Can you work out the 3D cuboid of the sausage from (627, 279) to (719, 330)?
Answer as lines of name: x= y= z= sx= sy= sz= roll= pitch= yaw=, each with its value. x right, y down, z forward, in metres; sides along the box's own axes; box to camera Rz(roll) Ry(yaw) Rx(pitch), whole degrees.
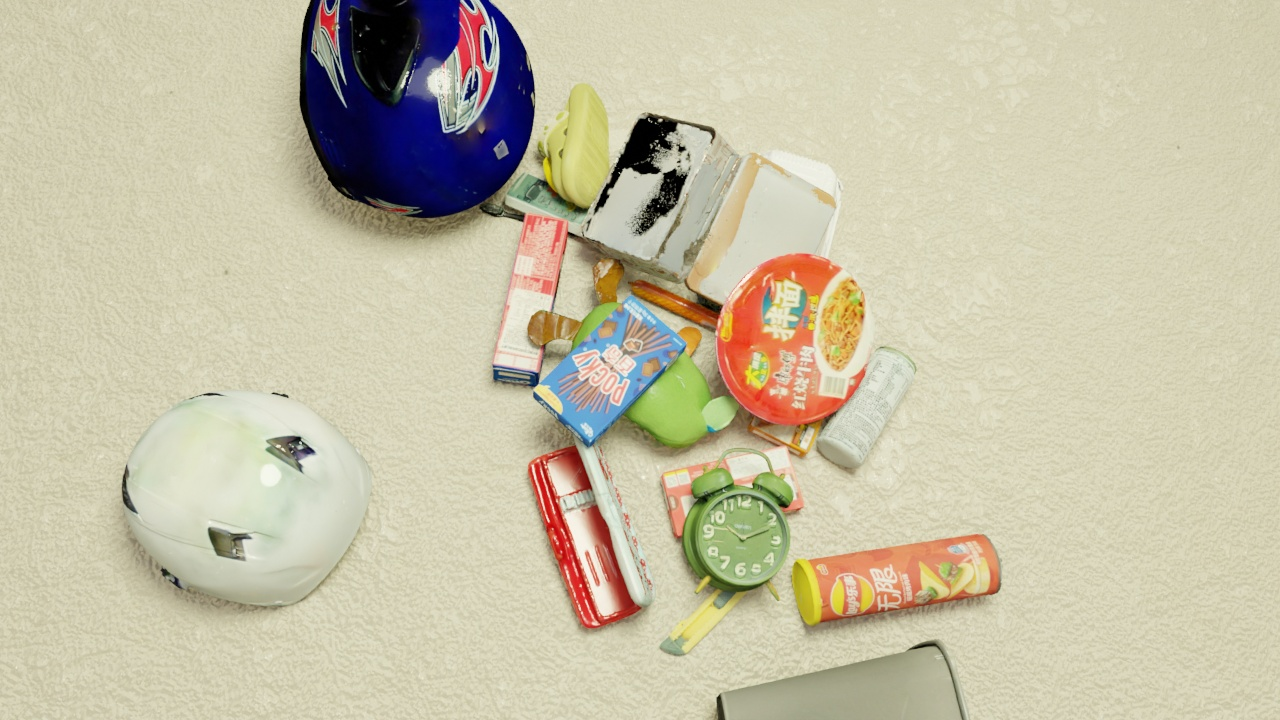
sausage: x=0.059 y=-0.063 z=1.132 sx=0.165 sy=0.021 sz=0.021 roll=25 pitch=69 yaw=5

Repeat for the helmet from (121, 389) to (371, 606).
helmet: x=-0.423 y=0.128 z=0.952 sx=0.259 sy=0.146 sz=0.228 roll=27 pitch=69 yaw=6

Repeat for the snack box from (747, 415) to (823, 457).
snack box: x=0.193 y=0.033 z=1.102 sx=0.075 sy=0.026 sz=0.153 roll=26 pitch=69 yaw=5

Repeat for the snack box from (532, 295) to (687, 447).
snack box: x=-0.032 y=0.010 z=0.990 sx=0.084 sy=0.026 sz=0.157 roll=41 pitch=72 yaw=10

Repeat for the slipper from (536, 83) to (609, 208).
slipper: x=-0.087 y=-0.270 z=1.174 sx=0.082 sy=0.091 sz=0.190 roll=-13 pitch=54 yaw=25

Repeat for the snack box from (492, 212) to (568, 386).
snack box: x=-0.132 y=-0.072 z=1.102 sx=0.058 sy=0.057 sz=0.207 roll=10 pitch=68 yaw=-3

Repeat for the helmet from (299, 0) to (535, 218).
helmet: x=-0.246 y=-0.329 z=1.084 sx=0.241 sy=0.247 sz=0.315 roll=-6 pitch=77 yaw=12

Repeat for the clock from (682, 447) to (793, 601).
clock: x=0.108 y=0.175 z=0.997 sx=0.116 sy=0.056 sz=0.161 roll=6 pitch=77 yaw=-6

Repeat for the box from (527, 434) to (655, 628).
box: x=-0.051 y=0.177 z=0.987 sx=0.095 sy=0.102 sz=0.201 roll=-18 pitch=71 yaw=-12

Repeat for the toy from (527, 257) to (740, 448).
toy: x=-0.006 y=0.006 z=1.060 sx=0.246 sy=0.090 sz=0.226 roll=47 pitch=56 yaw=7

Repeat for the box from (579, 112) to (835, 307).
box: x=0.079 y=-0.169 z=1.084 sx=0.272 sy=0.130 sz=0.179 roll=26 pitch=88 yaw=11

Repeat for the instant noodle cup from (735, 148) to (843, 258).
instant noodle cup: x=0.187 y=-0.192 z=1.173 sx=0.138 sy=0.060 sz=0.173 roll=17 pitch=70 yaw=2

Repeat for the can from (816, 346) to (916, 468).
can: x=0.267 y=0.055 z=1.083 sx=0.058 sy=0.058 sz=0.146 roll=33 pitch=70 yaw=8

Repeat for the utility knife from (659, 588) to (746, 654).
utility knife: x=0.098 y=0.255 z=1.018 sx=0.195 sy=0.020 sz=0.031 roll=-41 pitch=83 yaw=-22

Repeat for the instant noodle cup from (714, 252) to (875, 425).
instant noodle cup: x=0.166 y=-0.025 z=1.045 sx=0.193 sy=0.066 sz=0.194 roll=-2 pitch=96 yaw=-15

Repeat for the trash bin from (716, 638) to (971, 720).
trash bin: x=0.193 y=0.389 z=0.886 sx=0.220 sy=0.199 sz=0.198 roll=-8 pitch=68 yaw=0

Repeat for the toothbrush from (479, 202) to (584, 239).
toothbrush: x=-0.114 y=-0.172 z=1.164 sx=0.189 sy=0.016 sz=0.014 roll=16 pitch=76 yaw=1

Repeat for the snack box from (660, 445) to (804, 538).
snack box: x=0.104 y=0.150 z=1.050 sx=0.153 sy=0.025 sz=0.075 roll=-12 pitch=71 yaw=-9

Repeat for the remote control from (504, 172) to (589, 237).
remote control: x=-0.101 y=-0.194 z=1.163 sx=0.135 sy=0.019 sz=0.056 roll=24 pitch=50 yaw=5

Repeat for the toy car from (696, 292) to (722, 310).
toy car: x=0.130 y=-0.085 z=1.139 sx=0.121 sy=0.037 sz=0.054 roll=5 pitch=71 yaw=8

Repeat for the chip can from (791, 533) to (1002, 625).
chip can: x=0.280 y=0.239 z=1.006 sx=0.216 sy=0.073 sz=0.073 roll=-6 pitch=69 yaw=-7
